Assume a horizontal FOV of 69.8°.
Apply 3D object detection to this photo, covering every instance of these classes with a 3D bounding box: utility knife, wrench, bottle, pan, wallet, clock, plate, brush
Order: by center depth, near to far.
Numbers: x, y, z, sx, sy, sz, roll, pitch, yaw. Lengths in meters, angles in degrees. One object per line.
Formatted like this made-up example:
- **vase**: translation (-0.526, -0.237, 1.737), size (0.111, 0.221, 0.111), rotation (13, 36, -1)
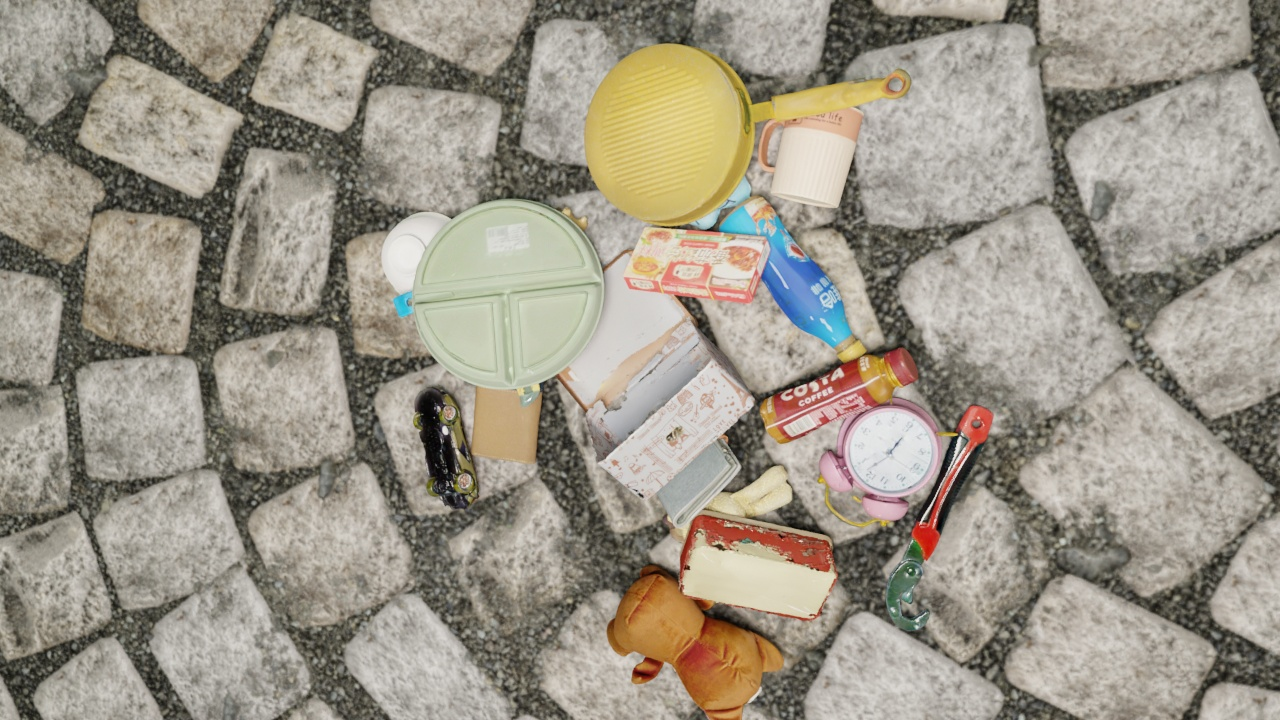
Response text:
- **pan**: translation (0.106, -0.261, 0.993), size (0.358, 0.078, 0.197), rotation (-9, 91, 28)
- **bottle**: translation (0.221, 0.038, 1.024), size (0.175, 0.057, 0.057), rotation (-27, 88, 29)
- **clock**: translation (0.272, 0.116, 1.042), size (0.117, 0.059, 0.158), rotation (36, 100, 8)
- **bottle**: translation (0.178, -0.087, 1.047), size (0.065, 0.065, 0.218), rotation (-38, 86, 10)
- **wrench**: translation (0.342, 0.181, 1.054), size (0.056, 0.016, 0.273), rotation (18, 96, 7)
- **wallet**: translation (0.057, 0.117, 1.061), size (0.107, 0.129, 0.037), rotation (-44, 126, 8)
- **plate**: translation (-0.157, -0.081, 1.067), size (0.230, 0.027, 0.230), rotation (-1, 82, 5)
- **brush**: translation (-0.177, -0.110, 1.106), size (0.254, 0.046, 0.083), rotation (-22, 91, -1)
- **utility knife**: translation (-0.155, -0.042, 1.124), size (0.031, 0.021, 0.204), rotation (-15, 71, 0)
- **wallet**: translation (-0.165, 0.066, 1.139), size (0.090, 0.033, 0.115), rotation (7, 95, 13)

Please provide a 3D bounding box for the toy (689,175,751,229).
- **toy**: translation (0.039, -0.220, 1.074), size (0.162, 0.049, 0.156), rotation (-35, 90, 15)

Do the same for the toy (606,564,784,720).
- **toy**: translation (0.059, 0.335, 1.067), size (0.199, 0.131, 0.140), rotation (31, 69, 13)

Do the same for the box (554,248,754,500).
- **box**: translation (0.001, 0.014, 1.074), size (0.179, 0.134, 0.270), rotation (-42, 54, 10)

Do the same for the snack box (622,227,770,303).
- **snack box**: translation (0.062, -0.108, 1.024), size (0.153, 0.025, 0.075), rotation (9, 61, 27)

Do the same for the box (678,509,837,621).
- **box**: translation (0.132, 0.237, 1.036), size (0.168, 0.076, 0.091), rotation (12, 121, -5)

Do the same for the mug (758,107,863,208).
- **mug**: translation (0.184, -0.235, 1.037), size (0.115, 0.081, 0.106), rotation (17, 98, 36)

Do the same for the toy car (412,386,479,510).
- **toy car**: translation (-0.242, 0.109, 1.143), size (0.070, 0.042, 0.158), rotation (-11, 93, 41)

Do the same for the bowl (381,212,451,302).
- **bowl**: translation (-0.275, -0.128, 1.133), size (0.118, 0.064, 0.118), rotation (0, 92, 10)

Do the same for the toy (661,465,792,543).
- **toy**: translation (0.104, 0.170, 1.082), size (0.157, 0.066, 0.105), rotation (-24, 130, 7)
